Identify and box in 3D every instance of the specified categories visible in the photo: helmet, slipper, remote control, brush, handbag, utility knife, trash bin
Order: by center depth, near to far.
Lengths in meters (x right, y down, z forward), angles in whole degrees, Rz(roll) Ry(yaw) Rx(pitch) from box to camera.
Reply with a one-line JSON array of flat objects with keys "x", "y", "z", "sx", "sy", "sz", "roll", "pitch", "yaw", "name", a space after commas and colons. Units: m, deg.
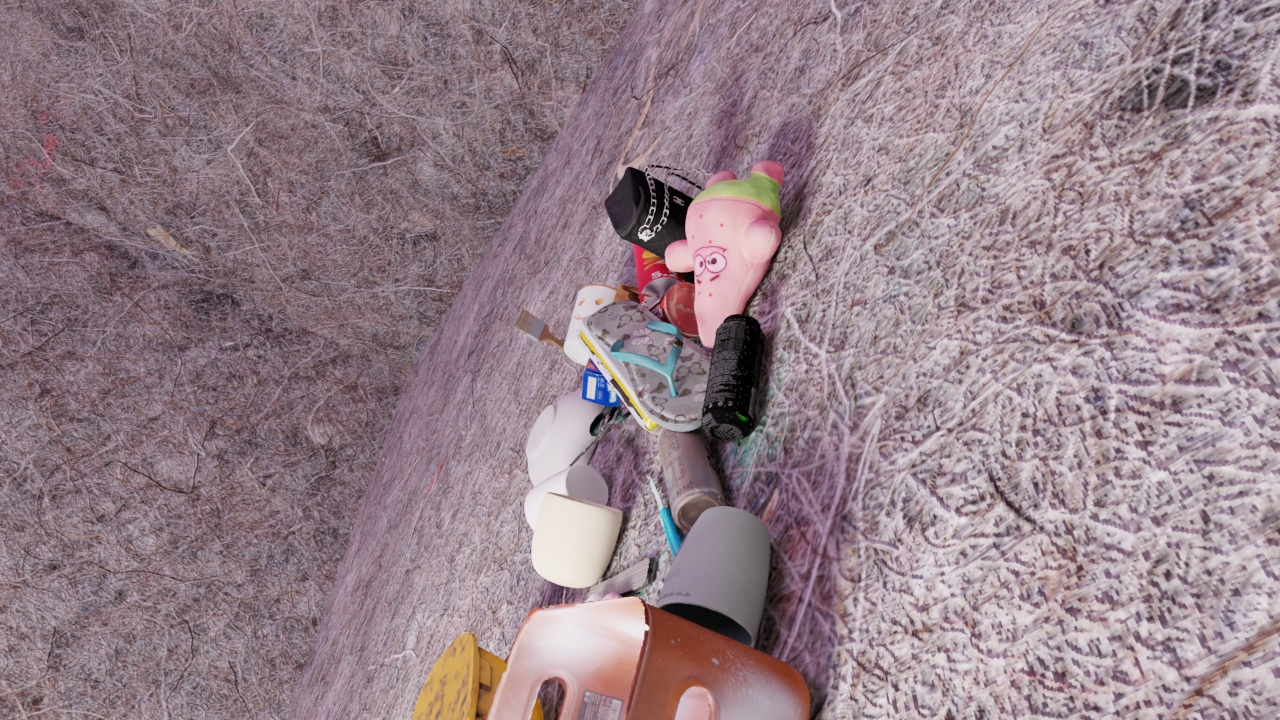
[{"x": -0.007, "y": 0.295, "z": 0.695, "sx": 0.260, "sy": 0.157, "sz": 0.181, "roll": -33, "pitch": 35, "yaw": 58, "name": "trash bin"}, {"x": -0.174, "y": 0.436, "z": 0.987, "sx": 0.206, "sy": 0.131, "sz": 0.254, "roll": -43, "pitch": 28, "yaw": 48, "name": "helmet"}, {"x": 0.028, "y": 0.172, "z": 0.987, "sx": 0.176, "sy": 0.015, "sz": 0.022, "roll": -119, "pitch": 32, "yaw": -70, "name": "utility knife"}, {"x": -0.022, "y": 0.251, "z": 1.015, "sx": 0.137, "sy": 0.013, "sz": 0.033, "roll": -39, "pitch": 31, "yaw": 47, "name": "remote control"}, {"x": 0.014, "y": -0.017, "z": 1.043, "sx": 0.098, "sy": 0.055, "sz": 0.268, "roll": -25, "pitch": 36, "yaw": -10, "name": "slipper"}, {"x": 0.045, "y": -0.193, "z": 1.219, "sx": 0.115, "sy": 0.153, "sz": 0.125, "roll": -49, "pitch": 28, "yaw": 28, "name": "handbag"}, {"x": -0.140, "y": -0.031, "z": 1.495, "sx": 0.008, "sy": 0.143, "sz": 0.045, "roll": -44, "pitch": 18, "yaw": 41, "name": "brush"}]

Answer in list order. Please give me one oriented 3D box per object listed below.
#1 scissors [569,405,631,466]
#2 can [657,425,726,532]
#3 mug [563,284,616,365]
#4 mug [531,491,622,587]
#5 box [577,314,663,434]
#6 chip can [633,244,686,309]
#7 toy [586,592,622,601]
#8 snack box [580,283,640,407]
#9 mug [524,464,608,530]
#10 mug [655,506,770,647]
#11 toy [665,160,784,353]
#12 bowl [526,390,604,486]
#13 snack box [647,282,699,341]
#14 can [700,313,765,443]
[{"x": -0.024, "y": 0.064, "z": 1.224, "sx": 0.202, "sy": 0.015, "sz": 0.203, "roll": -43, "pitch": 8, "yaw": 6, "name": "scissors"}, {"x": 0.051, "y": 0.116, "z": 0.935, "sx": 0.054, "sy": 0.054, "sz": 0.135, "roll": -56, "pitch": 20, "yaw": 21, "name": "can"}, {"x": -0.069, "y": -0.054, "z": 1.437, "sx": 0.082, "sy": 0.082, "sz": 0.105, "roll": -38, "pitch": 32, "yaw": 52, "name": "mug"}, {"x": -0.076, "y": 0.217, "z": 1.091, "sx": 0.120, "sy": 0.096, "sz": 0.099, "roll": 34, "pitch": -110, "yaw": -71, "name": "mug"}, {"x": -0.011, "y": 0.012, "z": 1.113, "sx": 0.210, "sy": 0.067, "sz": 0.070, "roll": 52, "pitch": 137, "yaw": 45, "name": "box"}, {"x": 0.026, "y": -0.139, "z": 1.315, "sx": 0.069, "sy": 0.069, "sz": 0.220, "roll": -54, "pitch": 21, "yaw": 25, "name": "chip can"}, {"x": -0.049, "y": 0.293, "z": 0.992, "sx": 0.123, "sy": 0.038, "sz": 0.079, "roll": -56, "pitch": 16, "yaw": 35, "name": "toy"}, {"x": -0.029, "y": -0.024, "z": 1.264, "sx": 0.206, "sy": 0.057, "sz": 0.056, "roll": -72, "pitch": -6, "yaw": -50, "name": "snack box"}, {"x": -0.087, "y": 0.173, "z": 1.203, "sx": 0.088, "sy": 0.081, "sz": 0.114, "roll": -38, "pitch": 10, "yaw": 41, "name": "mug"}, {"x": 0.065, "y": 0.190, "z": 0.777, "sx": 0.111, "sy": 0.084, "sz": 0.103, "roll": 95, "pitch": -166, "yaw": -48, "name": "mug"}, {"x": 0.099, "y": -0.123, "z": 1.063, "sx": 0.192, "sy": 0.096, "sz": 0.236, "roll": -7, "pitch": 70, "yaw": 54, "name": "toy"}, {"x": -0.125, "y": 0.118, "z": 1.378, "sx": 0.177, "sy": 0.066, "sz": 0.176, "roll": -52, "pitch": 22, "yaw": 30, "name": "bowl"}, {"x": 0.034, "y": -0.043, "z": 1.165, "sx": 0.122, "sy": 0.072, "sz": 0.072, "roll": -37, "pitch": 32, "yaw": 55, "name": "snack box"}, {"x": 0.096, "y": 0.017, "z": 0.944, "sx": 0.054, "sy": 0.054, "sz": 0.137, "roll": -41, "pitch": 29, "yaw": 49, "name": "can"}]
